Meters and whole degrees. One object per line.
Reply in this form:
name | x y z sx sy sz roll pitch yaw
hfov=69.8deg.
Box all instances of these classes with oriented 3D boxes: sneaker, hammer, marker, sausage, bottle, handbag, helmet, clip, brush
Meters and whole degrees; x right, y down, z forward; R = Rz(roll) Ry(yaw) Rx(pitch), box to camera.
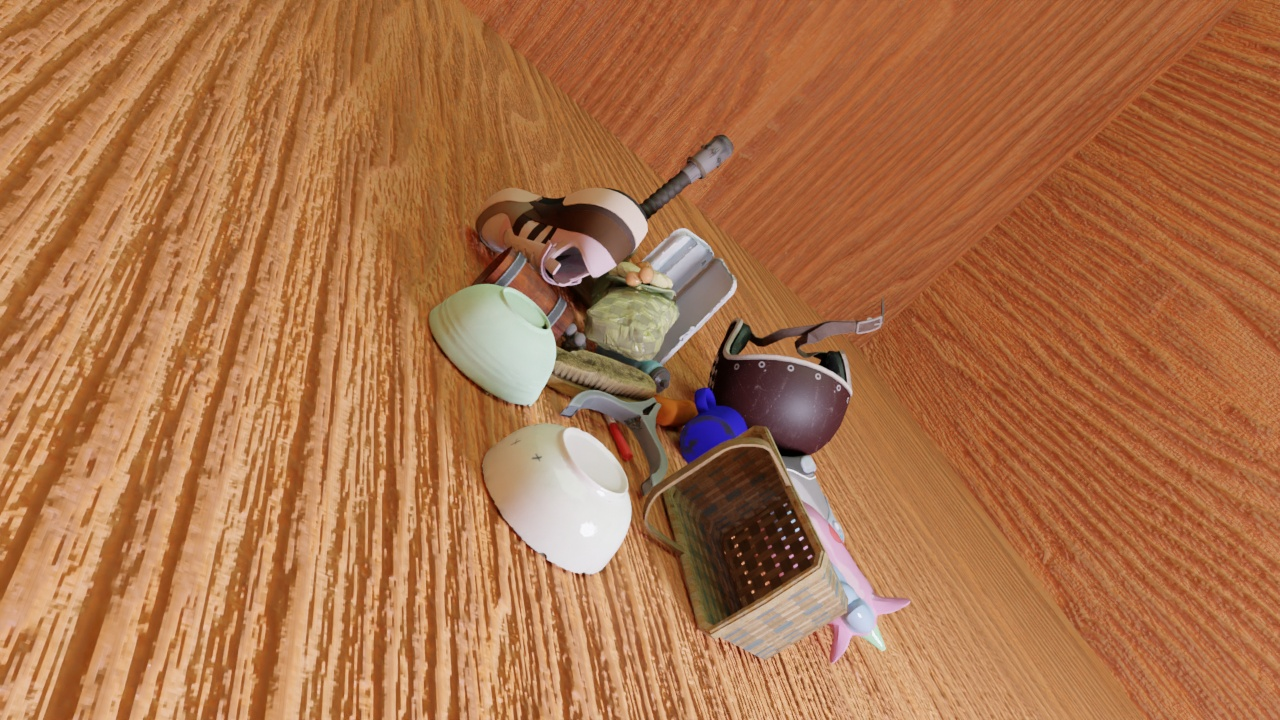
sneaker | -0.126 -0.146 1.188 0.294 0.116 0.112 8 -35 40
hammer | 0.015 -0.232 1.386 0.100 0.324 0.190 47 -12 7
sneaker | 0.212 0.217 1.288 0.160 0.093 0.256 59 21 16
marker | -0.038 0.071 1.134 0.012 0.013 0.142 31 21 -41
sausage | 0.036 0.070 1.275 0.044 0.039 0.164 42 13 26
bottle | -0.007 0.007 1.246 0.130 0.040 0.040 31 3 41
handbag | -0.007 -0.074 1.231 0.113 0.117 0.186 13 19 6
helmet | 0.226 0.033 1.442 0.233 0.234 0.252 17 55 -8
clip | -0.035 0.071 1.076 0.164 0.031 0.168 32 29 -20
brush | -0.054 0.022 1.131 0.195 0.043 0.059 18 28 -40

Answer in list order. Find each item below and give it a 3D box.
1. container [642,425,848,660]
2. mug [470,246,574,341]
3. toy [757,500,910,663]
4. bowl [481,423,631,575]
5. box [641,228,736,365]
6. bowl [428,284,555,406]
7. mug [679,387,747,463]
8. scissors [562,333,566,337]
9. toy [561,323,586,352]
container | 0.104 0.172 0.987 0.186 0.158 0.249 50 12 -28
mug | -0.143 -0.078 1.127 0.111 0.081 0.117 44 15 -18
toy | 0.219 0.254 1.141 0.222 0.120 0.171 52 0 -21
bowl | -0.065 0.115 0.849 0.153 0.073 0.153 40 17 -15
box | 0.027 -0.091 1.343 0.105 0.211 0.129 29 21 -40
bowl | -0.147 -0.030 0.996 0.151 0.077 0.150 40 17 -15
mug | 0.098 0.092 1.271 0.083 0.079 0.111 -21 96 -73
scissors | -0.132 -0.062 1.243 0.136 0.015 0.055 48 16 -14
toy | -0.083 -0.019 1.172 0.049 0.030 0.112 48 -13 9
